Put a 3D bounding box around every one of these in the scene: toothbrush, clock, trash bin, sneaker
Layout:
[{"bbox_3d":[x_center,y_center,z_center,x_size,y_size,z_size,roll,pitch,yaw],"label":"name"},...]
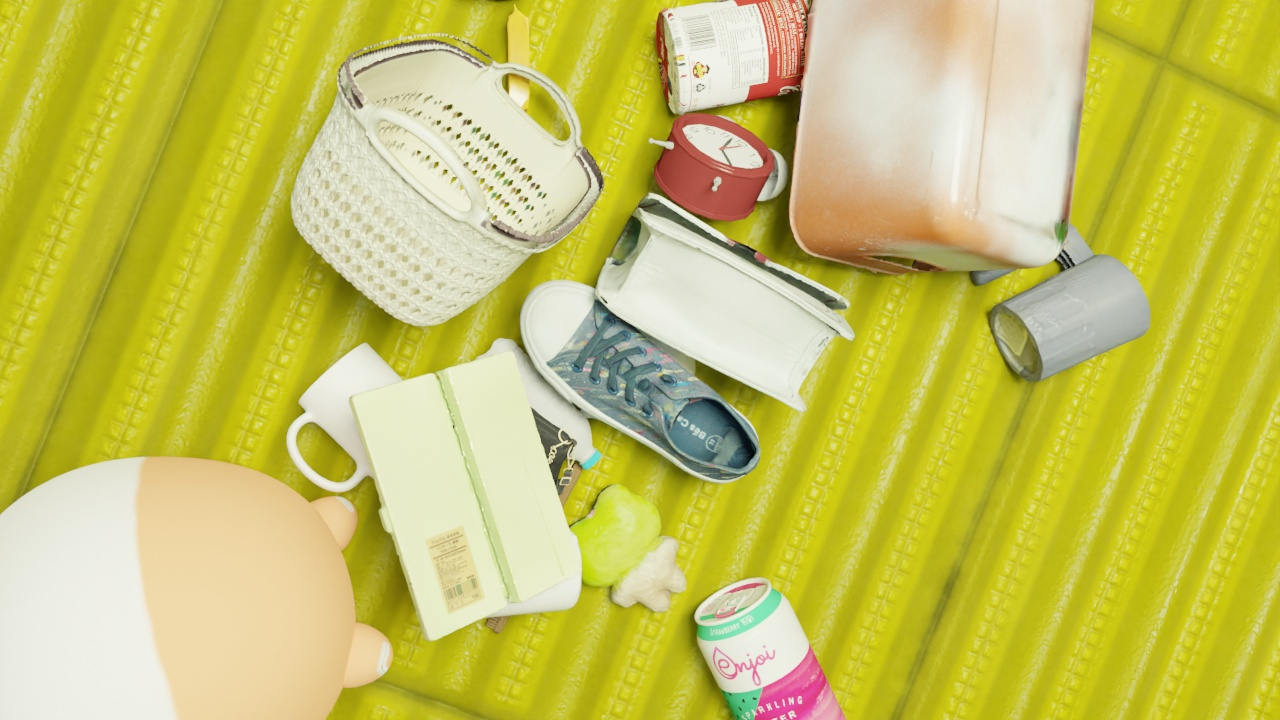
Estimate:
[{"bbox_3d":[-0.094,0.166,0.816,0.016,0.016,0.167,27,90,-7],"label":"toothbrush"},{"bbox_3d":[0.068,-0.166,0.773,0.096,0.137,0.048,41,132,18],"label":"clock"},{"bbox_3d":[0.243,-0.202,0.731,0.181,0.158,0.259,6,91,-39],"label":"trash bin"},{"bbox_3d":[0.000,0.023,0.735,0.235,0.079,0.087,38,88,-6],"label":"sneaker"}]

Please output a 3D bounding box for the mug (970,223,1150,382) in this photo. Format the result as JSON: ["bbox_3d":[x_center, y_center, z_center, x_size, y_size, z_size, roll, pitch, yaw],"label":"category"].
[{"bbox_3d":[0.374,-0.054,0.831,0.104,0.084,0.124,-25,71,-3],"label":"mug"}]

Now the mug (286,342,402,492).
[{"bbox_3d":[-0.237,0.055,0.760,0.090,0.074,0.110,47,64,-6],"label":"mug"}]

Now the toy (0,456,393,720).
[{"bbox_3d":[-0.339,0.201,0.678,0.280,0.266,0.262,-12,61,-23],"label":"toy"}]

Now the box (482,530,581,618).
[{"bbox_3d":[-0.128,0.162,0.741,0.165,0.084,0.095,0,110,-30],"label":"box"}]

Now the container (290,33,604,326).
[{"bbox_3d":[-0.140,-0.136,0.688,0.185,0.251,0.143,41,116,-8],"label":"container"}]

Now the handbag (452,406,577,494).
[{"bbox_3d":[-0.108,0.061,0.766,0.128,0.054,0.079,39,121,6],"label":"handbag"}]

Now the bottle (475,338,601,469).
[{"bbox_3d":[-0.086,0.040,0.797,0.044,0.044,0.136,-43,96,-3],"label":"bottle"}]

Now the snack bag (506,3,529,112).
[{"bbox_3d":[-0.106,-0.255,0.792,0.020,0.026,0.099,0,91,-12],"label":"snack bag"}]

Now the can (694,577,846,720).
[{"bbox_3d":[0.116,0.282,0.806,0.088,0.088,0.166,-27,95,-4],"label":"can"}]

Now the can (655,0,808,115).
[{"bbox_3d":[0.079,-0.263,0.780,0.116,0.086,0.086,-12,93,-6],"label":"can"}]

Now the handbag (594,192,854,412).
[{"bbox_3d":[0.069,-0.054,0.762,0.198,0.141,0.096,27,105,-8],"label":"handbag"}]

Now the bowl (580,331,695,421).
[{"bbox_3d":[-0.005,0.005,0.801,0.114,0.050,0.114,0,92,-6],"label":"bowl"}]

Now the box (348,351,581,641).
[{"bbox_3d":[-0.127,0.096,0.685,0.138,0.030,0.187,-16,90,-38],"label":"box"}]

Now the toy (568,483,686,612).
[{"bbox_3d":[-0.008,0.172,0.812,0.118,0.043,0.092,44,85,-9],"label":"toy"}]
